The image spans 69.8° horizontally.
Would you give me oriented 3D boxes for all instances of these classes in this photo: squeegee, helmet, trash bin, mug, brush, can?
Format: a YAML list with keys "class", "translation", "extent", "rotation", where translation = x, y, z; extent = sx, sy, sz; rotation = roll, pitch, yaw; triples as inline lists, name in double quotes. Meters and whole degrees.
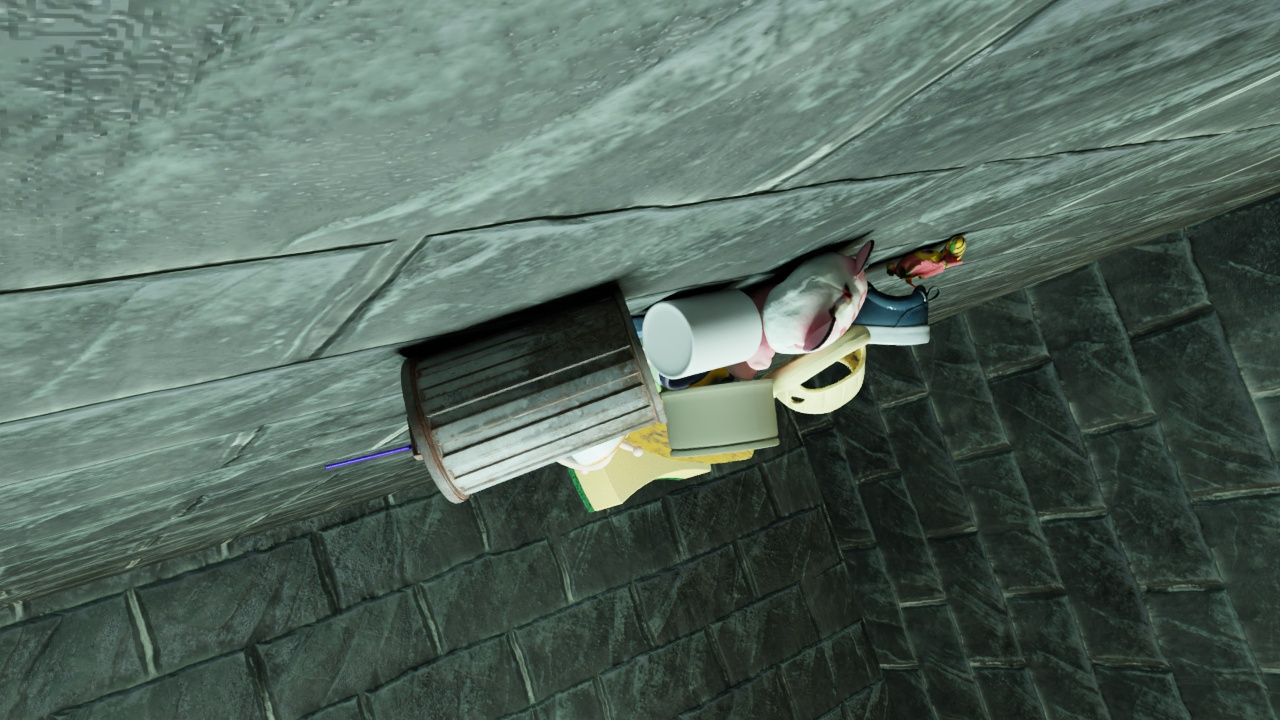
- class: "squeegee"
  translation: [-0.225, 0.071, 1.045]
  extent: [0.249, 0.055, 0.185]
  rotation: [-13, 156, -27]
- class: "helmet"
  translation: [0.058, 0.047, 1.290]
  extent: [0.205, 0.131, 0.256]
  rotation: [36, 155, -34]
- class: "trash bin"
  translation: [-0.096, 0.031, 0.785]
  extent: [0.211, 0.130, 0.131]
  rotation: [-20, 174, -1]
- class: "mug"
  translation: [0.058, -0.016, 0.952]
  extent: [0.096, 0.078, 0.112]
  rotation: [-14, 138, -38]
- class: "brush"
  translation: [-0.011, 0.115, 1.465]
  extent: [0.249, 0.195, 0.075]
  rotation: [-12, 171, -46]
- class: "can"
  translation: [0.090, 0.065, 1.033]
  extent: [0.128, 0.073, 0.128]
  rotation: [-7, 177, -1]
- class: "mug"
  translation: [-0.076, 0.064, 1.107]
  extent: [0.082, 0.105, 0.082]
  rotation: [-34, -155, 18]

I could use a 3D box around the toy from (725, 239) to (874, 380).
- class: "toy"
  translation: [0.166, -0.051, 0.983]
  extent: [0.141, 0.084, 0.213]
  rotation: [-47, -170, -20]

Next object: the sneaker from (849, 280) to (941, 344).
- class: "sneaker"
  translation: [0.257, -0.068, 1.168]
  extent: [0.236, 0.087, 0.089]
  rotation: [3, -174, 11]

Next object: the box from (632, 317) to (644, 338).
- class: "box"
  translation: [-0.074, 0.021, 1.007]
  extent: [0.211, 0.079, 0.072]
  rotation: [-23, 169, 37]

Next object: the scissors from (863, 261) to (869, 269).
- class: "scissors"
  translation: [0.211, -0.092, 1.102]
  extent: [0.150, 0.019, 0.131]
  rotation: [-20, 173, 5]

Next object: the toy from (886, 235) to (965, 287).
- class: "toy"
  translation: [0.367, -0.124, 1.166]
  extent: [0.103, 0.046, 0.084]
  rotation: [-24, 159, 13]

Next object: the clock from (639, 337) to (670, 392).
- class: "clock"
  translation: [0.033, -0.008, 1.042]
  extent: [0.119, 0.042, 0.095]
  rotation: [-27, 147, -27]

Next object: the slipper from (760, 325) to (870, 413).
- class: "slipper"
  translation: [0.207, 0.026, 1.093]
  extent: [0.111, 0.079, 0.262]
  rotation: [-28, 177, -8]

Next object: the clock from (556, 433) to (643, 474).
- class: "clock"
  translation: [-0.086, 0.077, 1.232]
  extent: [0.131, 0.160, 0.086]
  rotation: [-24, -147, 45]
